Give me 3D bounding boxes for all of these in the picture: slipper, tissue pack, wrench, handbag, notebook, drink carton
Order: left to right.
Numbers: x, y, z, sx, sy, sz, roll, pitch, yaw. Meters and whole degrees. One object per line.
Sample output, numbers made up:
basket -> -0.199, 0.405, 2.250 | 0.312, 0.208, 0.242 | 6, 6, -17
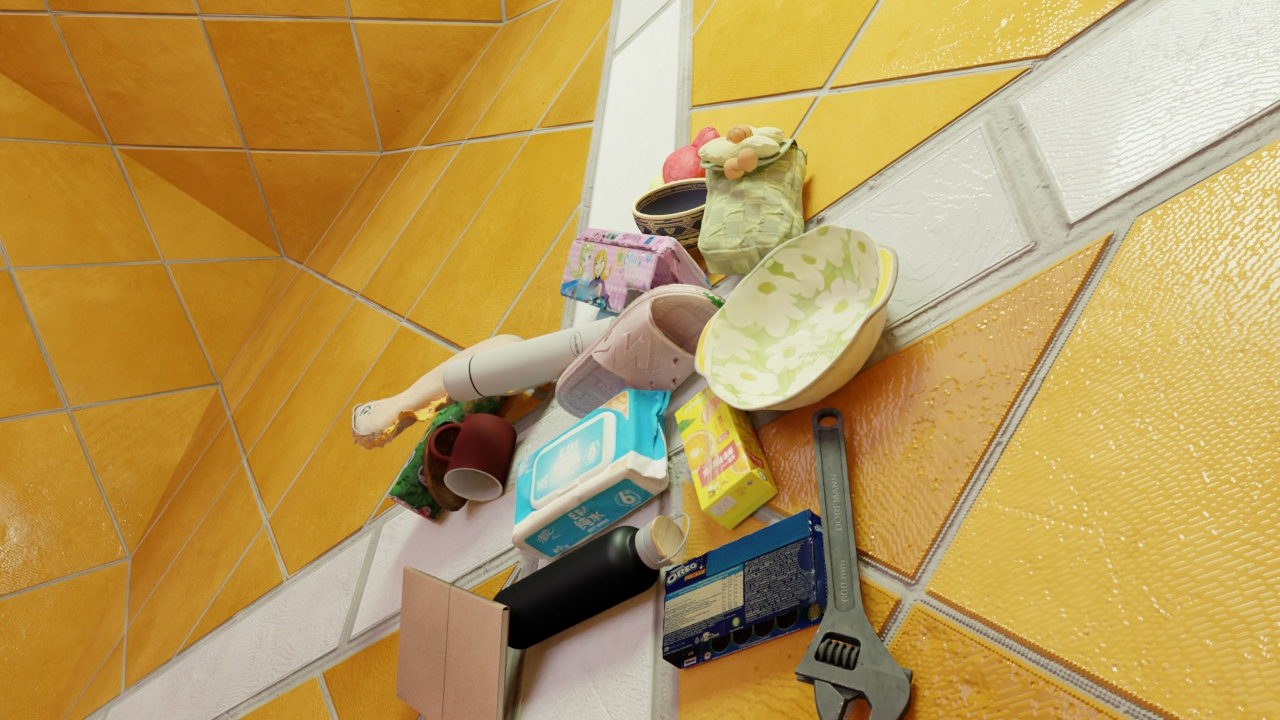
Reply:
notebook -> -0.193, 0.295, 0.919 | 0.210, 0.008, 0.141 | 1, 87, 51
tissue pack -> -0.048, 0.114, 0.934 | 0.210, 0.066, 0.116 | -34, 35, 28
slipper -> -0.006, 0.006, 0.958 | 0.240, 0.094, 0.064 | -36, 28, 35
drink carton -> 0.073, 0.080, 0.812 | 0.059, 0.043, 0.134 | -42, 31, 19
handbag -> 0.112, -0.172, 0.939 | 0.113, 0.117, 0.186 | -8, 45, 18
wrench -> 0.142, 0.136, 0.649 | 0.073, 0.018, 0.272 | -9, 43, 14

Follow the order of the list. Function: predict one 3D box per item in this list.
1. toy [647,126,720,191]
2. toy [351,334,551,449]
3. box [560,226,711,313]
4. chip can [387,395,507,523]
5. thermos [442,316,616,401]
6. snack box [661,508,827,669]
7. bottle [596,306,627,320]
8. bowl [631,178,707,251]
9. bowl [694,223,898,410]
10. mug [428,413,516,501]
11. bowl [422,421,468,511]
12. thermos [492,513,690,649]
toy -> 0.056, -0.247, 1.190 | 0.135, 0.045, 0.091 | -46, 31, 26
toy -> -0.224, 0.039, 1.139 | 0.196, 0.065, 0.263 | 14, 37, 44
box -> -0.024, -0.096, 1.088 | 0.096, 0.085, 0.230 | -48, 28, -11
chip can -> -0.252, 0.103, 1.236 | 0.076, 0.075, 0.223 | 2, 60, 57
thermos -> -0.124, 0.002, 1.053 | 0.224, 0.052, 0.052 | -14, 43, 20
snack box -> 0.080, 0.178, 0.710 | 0.151, 0.027, 0.082 | -30, 35, 33
bottle -> -0.008, -0.041, 1.065 | 0.040, 0.040, 0.130 | -58, 29, -8
bowl -> 0.051, -0.164, 1.080 | 0.112, 0.061, 0.112 | -12, 29, 6
bowl -> 0.146, -0.026, 0.803 | 0.220, 0.060, 0.188 | -22, 42, 45
mug -> -0.210, 0.112, 1.129 | 0.073, 0.105, 0.082 | -39, 31, 42
bowl -> -0.248, 0.134, 1.155 | 0.026, 0.114, 0.101 | -6, 20, 20
thermos -> -0.041, 0.197, 0.833 | 0.232, 0.061, 0.061 | -34, 34, 32
